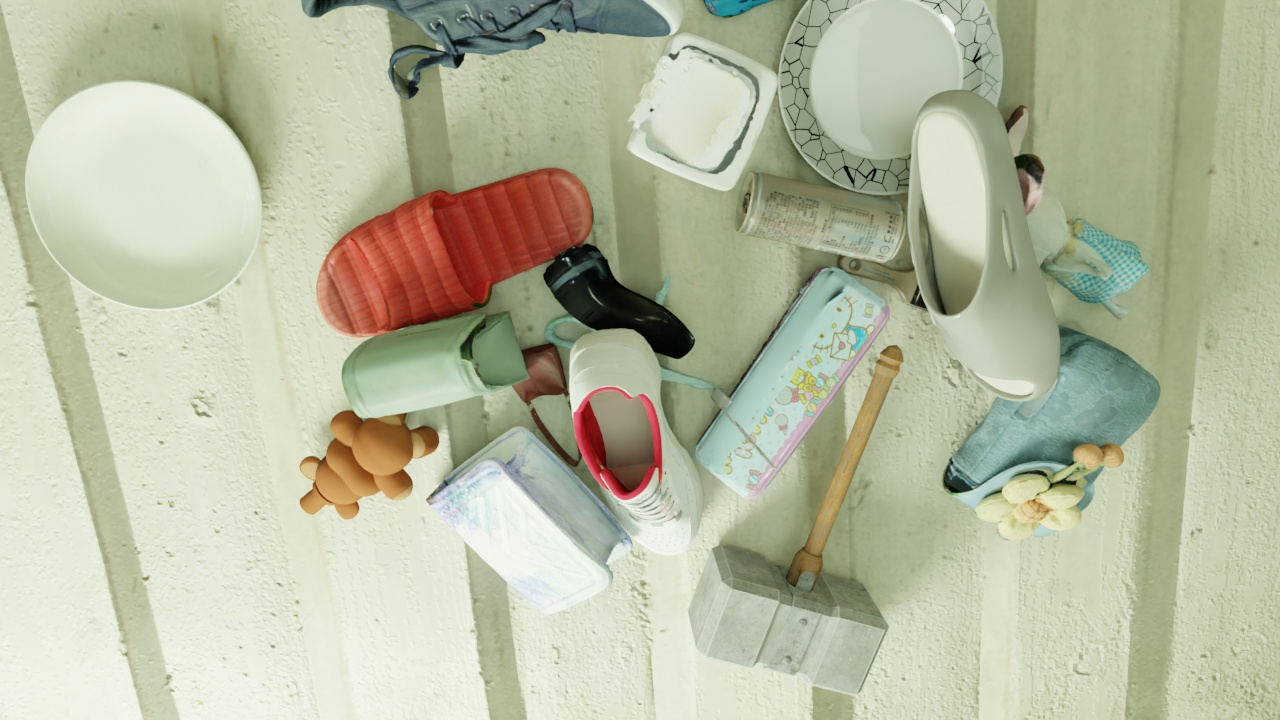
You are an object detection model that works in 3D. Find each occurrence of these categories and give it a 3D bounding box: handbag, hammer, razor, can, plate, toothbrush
[{"bbox_3d":[0.367,0.073,0.811,0.121,0.118,0.192,29,107,-11],"label":"handbag"},{"bbox_3d":[-0.079,0.044,0.821,0.055,0.029,0.120,-13,113,21],"label":"handbag"},{"bbox_3d":[-0.100,0.146,0.822,0.158,0.069,0.127,46,128,-11],"label":"handbag"},{"bbox_3d":[0.172,0.134,0.832,0.162,0.083,0.318,17,104,-8],"label":"hammer"},{"bbox_3d":[-0.015,-0.049,0.782,0.140,0.053,0.063,30,61,-15],"label":"razor"},{"bbox_3d":[-0.164,0.002,0.751,0.122,0.106,0.067,-11,98,19],"label":"handbag"},{"bbox_3d":[0.152,-0.121,0.777,0.135,0.054,0.054,11,104,-6],"label":"can"},{"bbox_3d":[0.207,-0.235,0.768,0.188,0.016,0.189,-1,105,-3],"label":"plate"},{"bbox_3d":[-0.397,-0.133,0.747,0.182,0.034,0.182,-1,105,-4],"label":"plate"},{"bbox_3d":[0.084,0.052,0.743,0.010,0.181,0.010,35,96,-16],"label":"toothbrush"}]

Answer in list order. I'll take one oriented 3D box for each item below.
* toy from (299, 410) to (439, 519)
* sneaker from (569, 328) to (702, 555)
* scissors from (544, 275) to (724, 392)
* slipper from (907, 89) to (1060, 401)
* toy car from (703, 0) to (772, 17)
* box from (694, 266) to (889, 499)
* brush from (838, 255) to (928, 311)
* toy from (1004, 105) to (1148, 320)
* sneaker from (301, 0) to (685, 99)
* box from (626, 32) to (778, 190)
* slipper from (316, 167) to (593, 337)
[{"bbox_3d":[-0.247,0.092,0.813,0.128,0.065,0.095,-37,97,15],"label":"toy"},{"bbox_3d":[-0.003,0.096,0.778,0.090,0.104,0.237,-10,121,8],"label":"sneaker"},{"bbox_3d":[-0.005,0.004,0.822,0.172,0.021,0.171,17,99,-5],"label":"scissors"},{"bbox_3d":[0.257,-0.077,0.737,0.080,0.113,0.266,-28,113,-24],"label":"slipper"},{"bbox_3d":[0.100,-0.310,0.733,0.105,0.032,0.048,-17,105,-1],"label":"toy car"},{"bbox_3d":[0.132,0.019,0.816,0.078,0.065,0.214,34,101,1],"label":"box"},{"bbox_3d":[0.247,-0.067,0.819,0.151,0.012,0.039,16,104,-7],"label":"brush"},{"bbox_3d":[0.349,-0.104,0.789,0.205,0.130,0.106,38,131,-21],"label":"toy"},{"bbox_3d":[-0.116,-0.262,0.696,0.294,0.120,0.127,10,92,-3],"label":"sneaker"},{"bbox_3d":[0.049,-0.199,0.731,0.102,0.091,0.107,21,101,-10],"label":"box"},{"bbox_3d":[-0.158,-0.090,0.763,0.249,0.059,0.103,-23,106,1],"label":"slipper"}]
